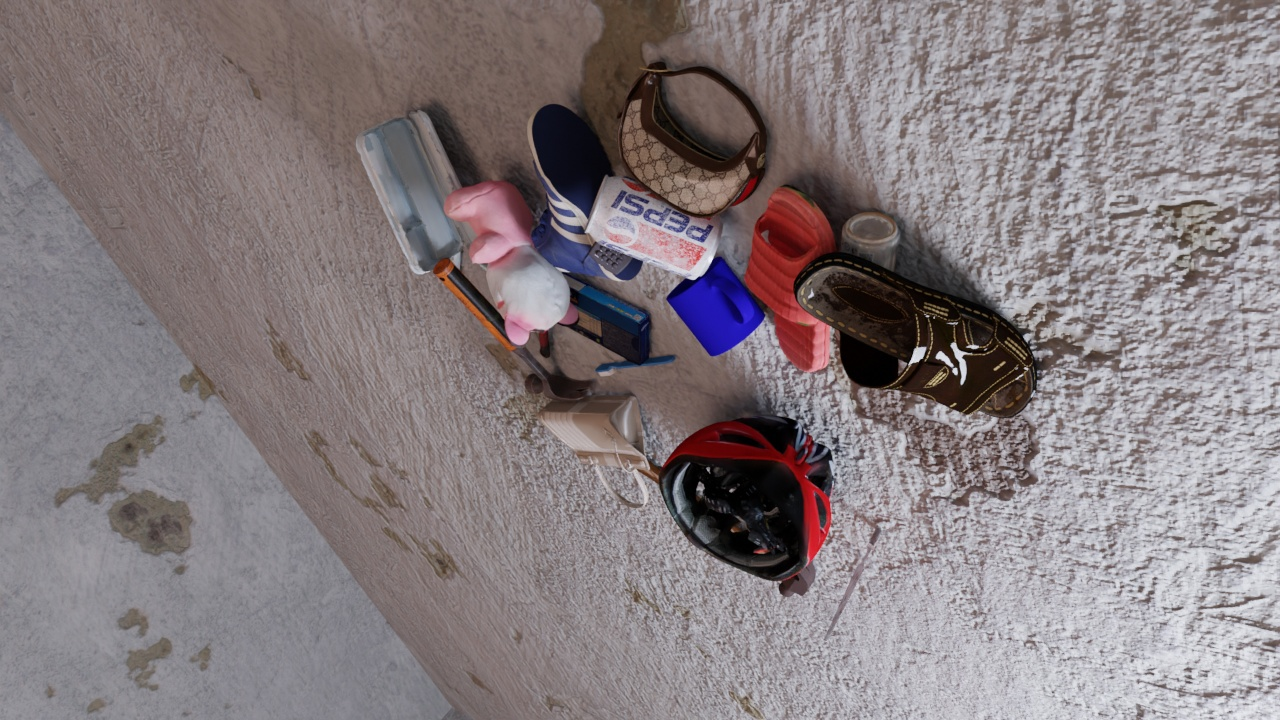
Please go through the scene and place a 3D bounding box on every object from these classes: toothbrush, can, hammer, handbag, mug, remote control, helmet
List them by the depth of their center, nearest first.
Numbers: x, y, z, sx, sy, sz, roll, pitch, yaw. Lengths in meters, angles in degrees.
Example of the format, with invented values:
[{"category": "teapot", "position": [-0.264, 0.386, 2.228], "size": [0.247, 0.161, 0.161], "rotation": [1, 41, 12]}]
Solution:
[{"category": "can", "position": [0.222, -0.078, 0.908], "size": [0.054, 0.054, 0.136], "rotation": [24, 142, 28]}, {"category": "handbag", "position": [0.051, -0.230, 0.932], "size": [0.166, 0.063, 0.139], "rotation": [38, 130, 16]}, {"category": "can", "position": [0.014, -0.145, 0.995], "size": [0.136, 0.078, 0.078], "rotation": [20, 148, -8]}, {"category": "mug", "position": [0.091, -0.062, 1.033], "size": [0.083, 0.079, 0.111], "rotation": [51, 165, -11]}, {"category": "remote control", "position": [-0.006, -0.152, 1.042], "size": [0.046, 0.009, 0.125], "rotation": [36, 111, -19]}, {"category": "toothbrush", "position": [0.264, 0.274, 1.138], "size": [0.010, 0.181, 0.010], "rotation": [23, 139, 21]}, {"category": "helmet", "position": [0.136, 0.174, 1.176], "size": [0.217, 0.166, 0.273], "rotation": [43, 147, 1]}, {"category": "toothbrush", "position": [-0.008, 0.007, 1.283], "size": [0.167, 0.016, 0.014], "rotation": [-7, 122, 49]}, {"category": "hammer", "position": [-0.187, -0.037, 1.333], "size": [0.138, 0.034, 0.314], "rotation": [9, 151, 38]}, {"category": "hammer", "position": [0.123, 0.245, 1.395], "size": [0.323, 0.033, 0.115], "rotation": [34, 148, 15]}, {"category": "handbag", "position": [-0.048, 0.148, 1.427], "size": [0.176, 0.062, 0.198], "rotation": [-2, 121, 48]}]

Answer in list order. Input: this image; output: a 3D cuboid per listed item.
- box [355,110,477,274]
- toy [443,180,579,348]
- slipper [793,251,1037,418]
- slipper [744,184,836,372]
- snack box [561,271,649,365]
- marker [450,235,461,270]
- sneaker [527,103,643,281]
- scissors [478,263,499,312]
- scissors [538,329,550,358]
[{"category": "box", "position": [-0.272, -0.229, 1.229], "size": [0.125, 0.106, 0.216], "rotation": [2, 124, 37]}, {"category": "toy", "position": [-0.159, -0.127, 1.176], "size": [0.084, 0.141, 0.213], "rotation": [-21, 93, 28]}, {"category": "slipper", "position": [0.262, -0.012, 0.867], "size": [0.268, 0.075, 0.113], "rotation": [28, 137, -11]}, {"category": "slipper", "position": [0.152, -0.074, 0.958], "size": [0.103, 0.059, 0.249], "rotation": [48, 160, 38]}, {"category": "snack box", "position": [-0.054, -0.058, 1.249], "size": [0.150, 0.027, 0.082], "rotation": [28, 142, 24]}, {"category": "marker", "position": [-0.276, -0.171, 1.372], "size": [0.017, 0.017, 0.147], "rotation": [36, 146, 11]}, {"category": "sneaker", "position": [-0.095, -0.195, 1.094], "size": [0.119, 0.091, 0.233], "rotation": [8, 141, 46]}, {"category": "scissors", "position": [-0.193, -0.113, 1.321], "size": [0.171, 0.023, 0.168], "rotation": [38, 151, 35]}, {"category": "scissors", "position": [-0.157, -0.068, 1.342], "size": [0.179, 0.015, 0.187], "rotation": [16, 140, 47]}]
